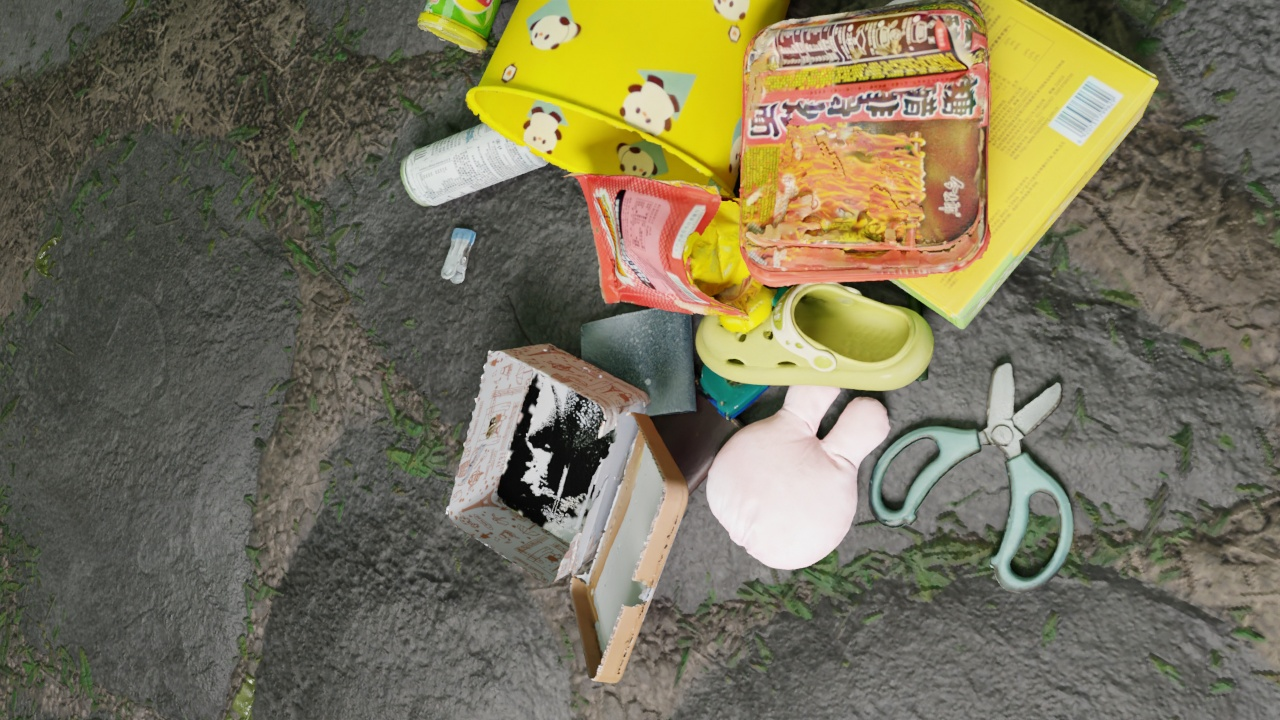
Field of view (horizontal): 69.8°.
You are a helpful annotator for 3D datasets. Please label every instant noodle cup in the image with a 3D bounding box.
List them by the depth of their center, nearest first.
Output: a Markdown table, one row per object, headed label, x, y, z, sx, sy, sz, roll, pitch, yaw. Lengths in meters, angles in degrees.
| label | x | y | z | sx | sy | sz | roll | pitch | yaw |
| --- | --- | --- | --- | --- | --- | --- | --- | --- | --- |
| instant noodle cup | 0.155 | -0.141 | 0.632 | 0.165 | 0.079 | 0.188 | 0 | 84 | 22 |

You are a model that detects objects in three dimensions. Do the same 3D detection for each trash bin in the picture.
| label | x | y | z | sx | sy | sz | roll | pitch | yaw |
| --- | --- | --- | --- | --- | --- | --- | --- | --- | --- |
| trash bin | 0.012 | -0.280 | 0.739 | 0.230 | 0.229 | 0.255 | 20 | 89 | 26 |

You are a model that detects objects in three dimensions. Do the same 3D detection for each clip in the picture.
| label | x | y | z | sx | sy | sz | roll | pitch | yaw |
| --- | --- | --- | --- | --- | --- | --- | --- | --- | --- |
| clip | -0.185 | -0.107 | 0.927 | 0.025 | 0.029 | 0.057 | 13 | 85 | 25 |

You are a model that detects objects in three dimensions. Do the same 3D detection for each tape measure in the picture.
| label | x | y | z | sx | sy | sz | roll | pitch | yaw |
| --- | --- | --- | --- | --- | --- | --- | --- | --- | --- |
| tape measure | 0.078 | 0.016 | 0.771 | 0.058 | 0.025 | 0.054 | -38 | 64 | -14 |

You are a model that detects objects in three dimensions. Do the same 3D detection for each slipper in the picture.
| label | x | y | z | sx | sy | sz | roll | pitch | yaw |
| --- | --- | --- | --- | --- | --- | --- | --- | --- | --- |
| slipper | 0.130 | -0.031 | 0.716 | 0.191 | 0.082 | 0.091 | 8 | 54 | 28 |

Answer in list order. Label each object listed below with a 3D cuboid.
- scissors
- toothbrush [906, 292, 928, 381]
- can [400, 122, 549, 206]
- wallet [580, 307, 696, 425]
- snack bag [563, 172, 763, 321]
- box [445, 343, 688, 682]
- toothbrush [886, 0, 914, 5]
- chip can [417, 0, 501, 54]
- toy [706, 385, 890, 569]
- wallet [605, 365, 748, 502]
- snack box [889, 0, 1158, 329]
| label | x | y | z | sx | sy | sz | roll | pitch | yaw |
| --- | --- | --- | --- | --- | --- | --- | --- | --- | --- |
| scissors | 0.246 | 0.086 | 0.698 | 0.179 | 0.019 | 0.172 | -2 | 86 | 27 |
| toothbrush | 0.212 | -0.075 | 0.730 | 0.017 | 0.012 | 0.185 | -5 | 84 | 9 |
| can | -0.162 | -0.198 | 0.900 | 0.147 | 0.058 | 0.058 | -14 | 80 | 25 |
| wallet | -0.005 | 0.005 | 0.819 | 0.121 | 0.019 | 0.097 | -10 | 76 | 34 |
| snack bag | 0.011 | -0.094 | 0.748 | 0.208 | 0.073 | 0.129 | 18 | 133 | 55 |
| box | -0.050 | 0.113 | 0.764 | 0.274 | 0.124 | 0.179 | 37 | 115 | 46 |
| toothbrush | 0.178 | -0.269 | 0.760 | 0.189 | 0.021 | 0.029 | -27 | 42 | 21 |
| chip can | -0.149 | -0.422 | 0.905 | 0.073 | 0.072 | 0.221 | 24 | 97 | 26 |
| toy | 0.127 | 0.086 | 0.737 | 0.121 | 0.054 | 0.159 | 38 | 94 | 21 |
| wallet | 0.026 | 0.070 | 0.808 | 0.122 | 0.020 | 0.096 | -49 | 63 | 15 |
| snack box | 0.241 | -0.152 | 0.681 | 0.157 | 0.070 | 0.210 | 41 | 100 | 19 |
